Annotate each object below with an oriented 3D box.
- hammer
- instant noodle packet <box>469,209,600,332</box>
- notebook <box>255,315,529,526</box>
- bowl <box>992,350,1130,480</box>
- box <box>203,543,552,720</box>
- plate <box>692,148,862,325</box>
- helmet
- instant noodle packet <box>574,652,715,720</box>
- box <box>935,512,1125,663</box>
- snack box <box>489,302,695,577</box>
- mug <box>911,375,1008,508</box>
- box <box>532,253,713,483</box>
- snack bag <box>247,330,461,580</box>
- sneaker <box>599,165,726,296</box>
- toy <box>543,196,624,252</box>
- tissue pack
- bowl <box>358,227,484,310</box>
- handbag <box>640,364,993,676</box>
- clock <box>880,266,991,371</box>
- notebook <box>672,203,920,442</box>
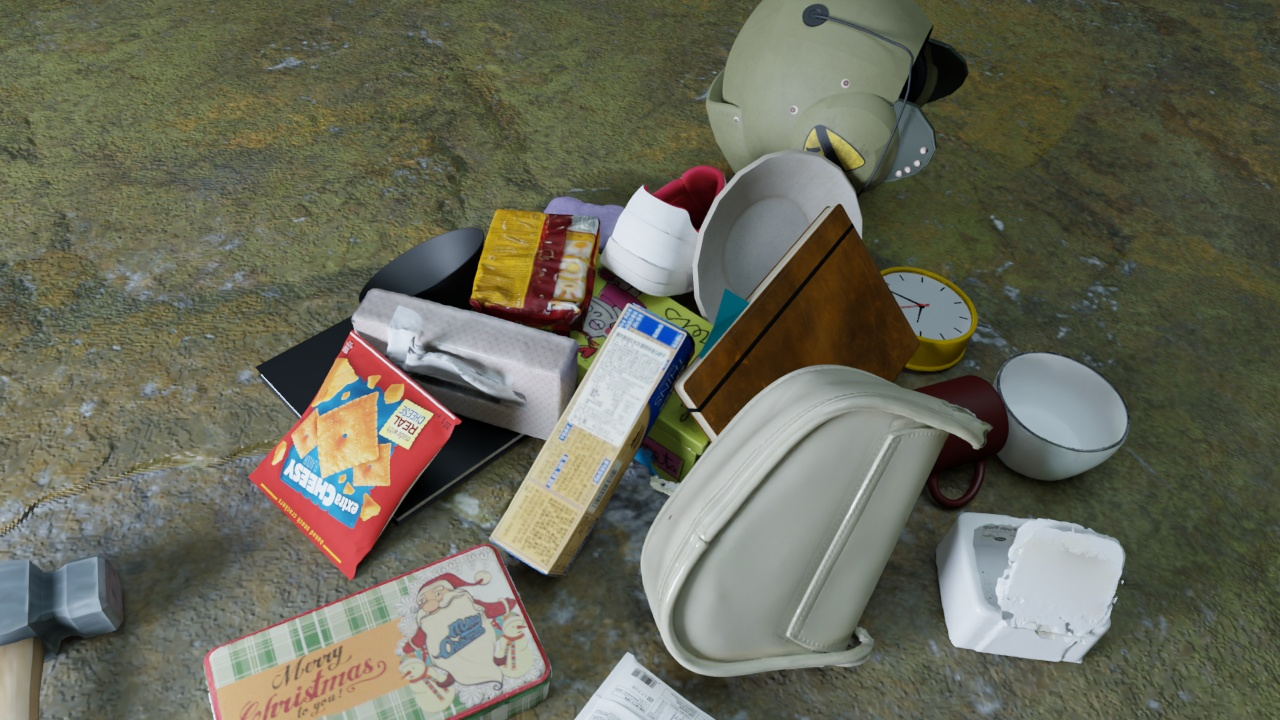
[{"bbox_3d":[-0.367,0.266,0.535,0.117,0.051,0.322,-13,53,-18],"label":"hammer"},{"bbox_3d":[-0.087,-0.082,0.789,0.098,0.040,0.135,8,50,-1],"label":"instant noodle packet"},{"bbox_3d":[-0.209,0.032,0.792,0.207,0.016,0.148,38,55,25],"label":"notebook"},{"bbox_3d":[0.359,0.055,0.810,0.116,0.066,0.116,4,47,-5],"label":"bowl"},{"bbox_3d":[-0.170,0.210,0.609,0.205,0.050,0.117,-17,51,-21],"label":"box"},{"bbox_3d":[0.122,-0.097,0.832,0.188,0.189,0.027,-19,28,-23],"label":"plate"},{"bbox_3d":[0.188,-0.258,0.934,0.233,0.256,0.249,24,47,10],"label":"helmet"},{"bbox_3d":[0.021,0.262,0.600,0.134,0.026,0.086,30,51,19],"label":"instant noodle packet"},{"bbox_3d":[0.292,0.149,0.673,0.110,0.130,0.102,6,46,1],"label":"box"},{"bbox_3d":[-0.033,0.060,0.694,0.056,0.057,0.206,28,82,17],"label":"snack box"},{"bbox_3d":[0.263,0.072,0.787,0.082,0.073,0.105,-13,79,-19],"label":"mug"},{"bbox_3d":[-0.005,0.005,0.799,0.221,0.082,0.124,34,52,24],"label":"box"},{"bbox_3d":[-0.221,0.070,0.706,0.131,0.039,0.144,36,91,23],"label":"snack bag"},{"bbox_3d":[0.060,-0.130,0.866,0.090,0.104,0.236,36,26,24],"label":"sneaker"},{"bbox_3d":[-0.057,-0.136,0.954,0.100,0.036,0.080,15,57,13],"label":"toy"},{"bbox_3d":[-0.145,0.007,0.742,0.181,0.104,0.071,18,52,9],"label":"tissue pack"},{"bbox_3d":[-0.182,-0.063,0.819,0.124,0.052,0.123,-21,29,12],"label":"bowl"},{"bbox_3d":[0.112,0.105,0.654,0.184,0.229,0.132,20,14,-16],"label":"handbag"},{"bbox_3d":[0.258,-0.042,0.898,0.151,0.052,0.113,-6,48,-18],"label":"clock"},{"bbox_3d":[0.130,0.002,0.753,0.248,0.178,0.014,-48,25,-27],"label":"notebook"}]
